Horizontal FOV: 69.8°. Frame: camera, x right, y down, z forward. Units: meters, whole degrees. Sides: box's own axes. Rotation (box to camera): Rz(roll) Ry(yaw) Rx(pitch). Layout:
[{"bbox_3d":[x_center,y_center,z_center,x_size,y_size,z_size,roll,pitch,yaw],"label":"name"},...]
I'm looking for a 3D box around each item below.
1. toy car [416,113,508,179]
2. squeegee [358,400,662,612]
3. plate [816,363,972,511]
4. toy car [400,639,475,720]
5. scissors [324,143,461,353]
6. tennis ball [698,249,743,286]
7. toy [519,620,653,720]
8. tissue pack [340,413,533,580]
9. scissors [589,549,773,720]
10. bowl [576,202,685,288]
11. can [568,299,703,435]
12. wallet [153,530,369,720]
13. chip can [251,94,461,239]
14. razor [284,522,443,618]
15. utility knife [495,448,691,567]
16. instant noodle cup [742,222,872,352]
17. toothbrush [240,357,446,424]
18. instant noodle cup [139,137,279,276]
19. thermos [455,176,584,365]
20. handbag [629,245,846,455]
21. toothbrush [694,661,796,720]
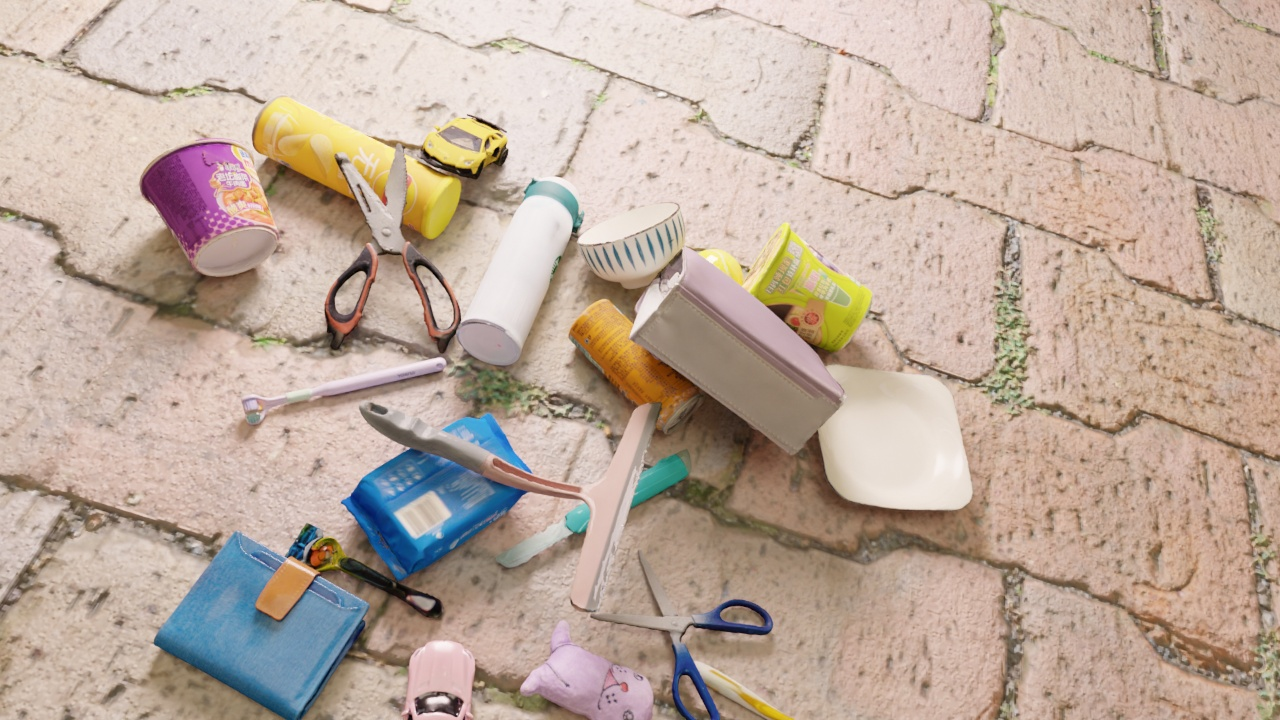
[{"bbox_3d":[-0.191,-0.237,1.012,0.071,0.041,0.155,24,26,-2],"label":"toy car"},{"bbox_3d":[-0.125,0.087,0.791,0.249,0.040,0.246,19,40,1],"label":"squeegee"},{"bbox_3d":[0.256,0.084,0.956,0.164,0.034,0.163,7,57,-11],"label":"plate"},{"bbox_3d":[-0.161,0.281,0.724,0.056,0.037,0.122,7,56,-12],"label":"toy car"},{"bbox_3d":[-0.251,-0.104,0.916,0.189,0.015,0.226,28,78,-9],"label":"scissors"},{"bbox_3d":[0.079,-0.089,1.002,0.065,0.066,0.065,7,57,-10],"label":"tennis ball"},{"bbox_3d":[-0.038,0.269,0.762,0.108,0.039,0.083,25,34,4],"label":"toy"},{"bbox_3d":[-0.174,0.117,0.815,0.156,0.052,0.095,-32,73,-29],"label":"tissue pack"},{"bbox_3d":[0.042,0.237,0.808,0.162,0.012,0.173,-8,52,-26],"label":"scissors"},{"bbox_3d":[-0.003,-0.118,0.987,0.116,0.117,0.066,-33,115,-29],"label":"bowl"},{"bbox_3d":[-0.005,0.005,0.925,0.058,0.058,0.146,-36,73,-30],"label":"can"},{"bbox_3d":[-0.299,0.211,0.734,0.133,0.040,0.106,28,60,3],"label":"wallet"},{"bbox_3d":[-0.300,-0.207,0.975,0.213,0.072,0.071,27,56,3],"label":"chip can"},{"bbox_3d":[-0.231,0.183,0.777,0.143,0.022,0.042,25,58,2],"label":"razor"},{"bbox_3d":[-0.037,0.138,0.860,0.222,0.013,0.029,-24,69,-29],"label":"utility knife"},{"bbox_3d":[0.181,-0.071,0.998,0.123,0.112,0.111,30,56,-3],"label":"instant noodle cup"},{"bbox_3d":[-0.276,0.023,0.868,0.188,0.029,0.021,-15,26,-23],"label":"toothbrush"},{"bbox_3d":[-0.410,-0.144,0.892,0.111,0.112,0.099,-26,77,-27],"label":"instant noodle cup"},{"bbox_3d":[-0.118,-0.101,0.960,0.073,0.073,0.223,20,55,-2],"label":"thermos"},{"bbox_3d":[0.092,-0.013,0.903,0.197,0.099,0.144,37,24,-9],"label":"handbag"},{"bbox_3d":[0.126,0.310,0.789,0.191,0.018,0.016,30,54,6],"label":"toothbrush"}]
